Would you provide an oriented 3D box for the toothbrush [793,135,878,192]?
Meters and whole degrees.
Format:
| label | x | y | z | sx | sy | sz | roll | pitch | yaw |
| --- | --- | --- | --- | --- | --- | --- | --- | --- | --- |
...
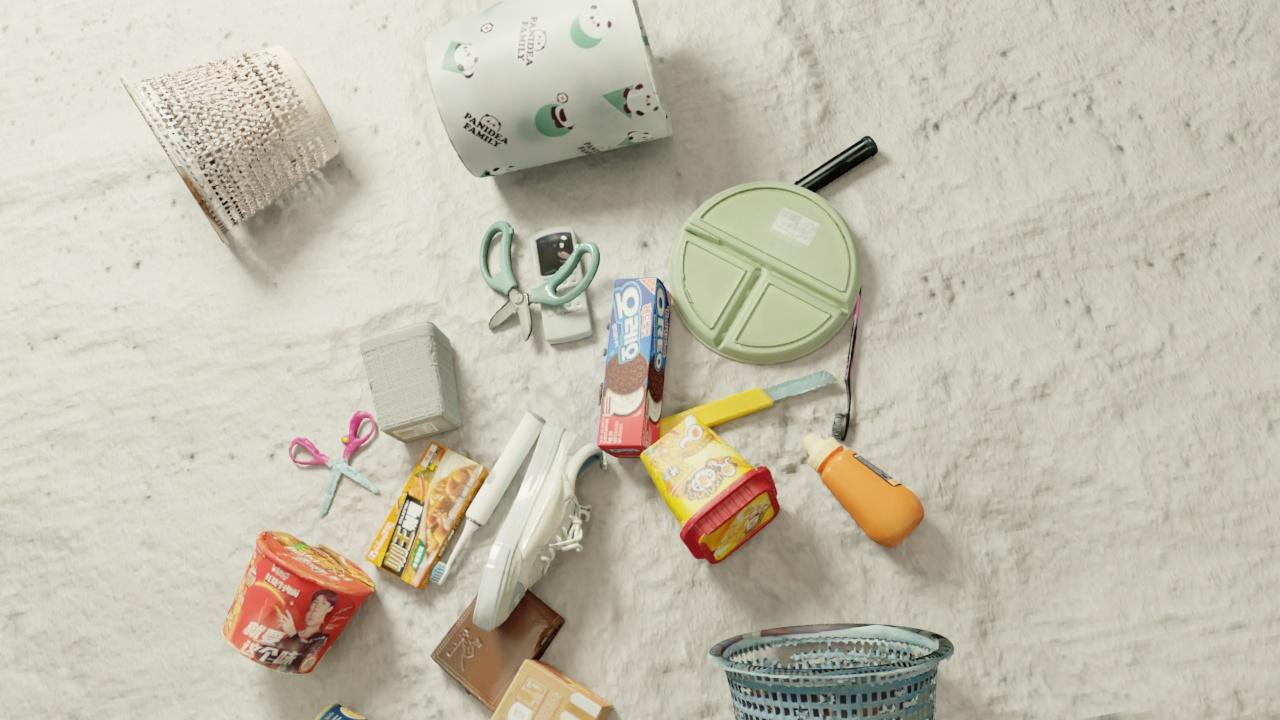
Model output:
| label | x | y | z | sx | sy | sz | roll | pitch | yaw |
| --- | --- | --- | --- | --- | --- | --- | --- | --- | --- |
| toothbrush | 0.196 | -0.210 | 1.128 | 0.212 | 0.026 | 0.027 | -32 | 88 | -2 |

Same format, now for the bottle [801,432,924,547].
| label | x | y | z | sx | sy | sz | roll | pitch | yaw |
| --- | --- | --- | --- | --- | --- | --- | --- | --- | --- |
| bottle | 0.233 | 0.132 | 0.991 | 0.066 | 0.067 | 0.149 | -42 | 64 | -8 |

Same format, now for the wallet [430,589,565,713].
| label | x | y | z | sx | sy | sz | roll | pitch | yaw |
| --- | --- | --- | --- | --- | --- | --- | --- | --- | --- |
| wallet | -0.156 | 0.302 | 0.999 | 0.101 | 0.032 | 0.124 | 32 | 77 | 19 |

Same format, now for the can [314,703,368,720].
| label | x | y | z | sx | sy | sz | roll | pitch | yaw |
| --- | --- | --- | --- | --- | --- | --- | --- | --- | --- |
| can | -0.288 | 0.416 | 0.953 | 0.111 | 0.075 | 0.075 | 20 | 75 | 13 |

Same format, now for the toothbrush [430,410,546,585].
| label | x | y | z | sx | sy | sz | roll | pitch | yaw |
| --- | --- | --- | --- | --- | --- | --- | --- | --- | --- |
| toothbrush | -0.175 | 0.157 | 1.052 | 0.026 | 0.027 | 0.220 | 36 | 76 | -26 |

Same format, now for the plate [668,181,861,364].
| label | x | y | z | sx | sy | sz | roll | pitch | yaw |
| --- | --- | --- | --- | --- | --- | --- | --- | --- | --- |
| plate | 0.146 | -0.109 | 1.087 | 0.230 | 0.027 | 0.230 | -2 | 78 | 8 |

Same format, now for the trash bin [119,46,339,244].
| label | x | y | z | sx | sy | sz | roll | pitch | yaw |
| --- | --- | --- | --- | --- | --- | --- | --- | --- | --- |
| trash bin | -0.503 | -0.291 | 1.162 | 0.191 | 0.228 | 0.227 | -33 | 70 | -18 |

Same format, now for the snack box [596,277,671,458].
| label | x | y | z | sx | sy | sz | roll | pitch | yaw |
| --- | --- | --- | --- | --- | --- | --- | --- | --- | --- |
| snack box | -0.006 | 0.006 | 1.057 | 0.058 | 0.057 | 0.207 | -2 | 70 | 22 |

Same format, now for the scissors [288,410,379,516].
| label | x | y | z | sx | sy | sz | roll | pitch | yaw |
| --- | --- | --- | --- | --- | --- | --- | --- | --- | --- |
| scissors | -0.364 | 0.120 | 1.097 | 0.136 | 0.017 | 0.133 | 14 | 77 | 9 |

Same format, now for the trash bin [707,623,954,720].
| label | x | y | z | sx | sy | sz | roll | pitch | yaw |
| --- | --- | --- | --- | --- | --- | --- | --- | --- | --- |
| trash bin | 0.182 | 0.362 | 0.853 | 0.227 | 0.226 | 0.195 | -4 | 83 | 6 |

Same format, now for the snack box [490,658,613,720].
| label | x | y | z | sx | sy | sz | roll | pitch | yaw |
| --- | --- | --- | --- | --- | --- | --- | --- | --- | --- |
| snack box | -0.094 | 0.372 | 0.941 | 0.094 | 0.077 | 0.092 | 27 | 77 | 16 |

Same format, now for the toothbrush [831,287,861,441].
| label | x | y | z | sx | sy | sz | roll | pitch | yaw |
| --- | --- | --- | --- | --- | --- | --- | --- | --- | --- |
| toothbrush | 0.239 | 0.002 | 1.057 | 0.018 | 0.014 | 0.189 | 4 | 71 | 21 |

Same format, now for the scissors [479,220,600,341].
| label | x | y | z | sx | sy | sz | roll | pitch | yaw |
| --- | --- | --- | --- | --- | --- | --- | --- | --- | --- |
| scissors | -0.132 | -0.117 | 1.124 | 0.175 | 0.019 | 0.170 | -33 | 66 | 16 |

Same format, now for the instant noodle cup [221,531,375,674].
| label | x | y | z | sx | sy | sz | roll | pitch | yaw |
| --- | --- | --- | --- | --- | --- | --- | --- | --- | --- |
| instant noodle cup | -0.374 | 0.264 | 0.990 | 0.138 | 0.138 | 0.108 | 27 | 85 | 15 |

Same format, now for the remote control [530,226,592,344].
| label | x | y | z | sx | sy | sz | roll | pitch | yaw |
| --- | --- | --- | --- | --- | --- | --- | --- | --- | --- |
| remote control | -0.098 | -0.094 | 1.130 | 0.058 | 0.021 | 0.150 | -13 | 71 | 3 |

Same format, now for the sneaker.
| label | x | y | z | sx | sy | sz | roll | pitch | yaw |
| --- | --- | --- | --- | --- | --- | --- | --- | --- | --- |
| sneaker | -0.103 | 0.186 | 0.996 | 0.091 | 0.090 | 0.241 | 20 | 59 | 2 |

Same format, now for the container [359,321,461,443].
| label | x | y | z | sx | sy | sz | roll | pitch | yaw |
| --- | --- | --- | --- | --- | --- | --- | --- | --- | --- |
| container | -0.265 | 0.029 | 1.076 | 0.090 | 0.090 | 0.114 | -16 | 73 | 2 |

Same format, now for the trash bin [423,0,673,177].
| label | x | y | z | sx | sy | sz | roll | pitch | yaw |
| --- | --- | --- | --- | --- | --- | --- | --- | --- | --- |
| trash bin | -0.109 | -0.347 | 1.117 | 0.252 | 0.229 | 0.229 | -15 | 70 | 7 |

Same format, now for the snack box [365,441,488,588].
| label | x | y | z | sx | sy | sz | roll | pitch | yaw |
| --- | --- | --- | --- | --- | --- | --- | --- | --- | --- |
| snack box | -0.244 | 0.176 | 1.055 | 0.075 | 0.026 | 0.153 | 24 | 76 | 15 |

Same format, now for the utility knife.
| label | x | y | z | sx | sy | sz | roll | pitch | yaw |
| --- | --- | --- | --- | --- | --- | --- | --- | --- | --- |
| utility knife | 0.115 | 0.054 | 1.053 | 0.231 | 0.015 | 0.033 | -18 | 70 | 3 |

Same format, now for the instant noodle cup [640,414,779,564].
| label | x | y | z | sx | sy | sz | roll | pitch | yaw |
| --- | --- | --- | --- | --- | --- | --- | --- | --- | --- |
| instant noodle cup | 0.071 | 0.135 | 0.989 | 0.116 | 0.116 | 0.123 | -38 | 59 | -6 |
